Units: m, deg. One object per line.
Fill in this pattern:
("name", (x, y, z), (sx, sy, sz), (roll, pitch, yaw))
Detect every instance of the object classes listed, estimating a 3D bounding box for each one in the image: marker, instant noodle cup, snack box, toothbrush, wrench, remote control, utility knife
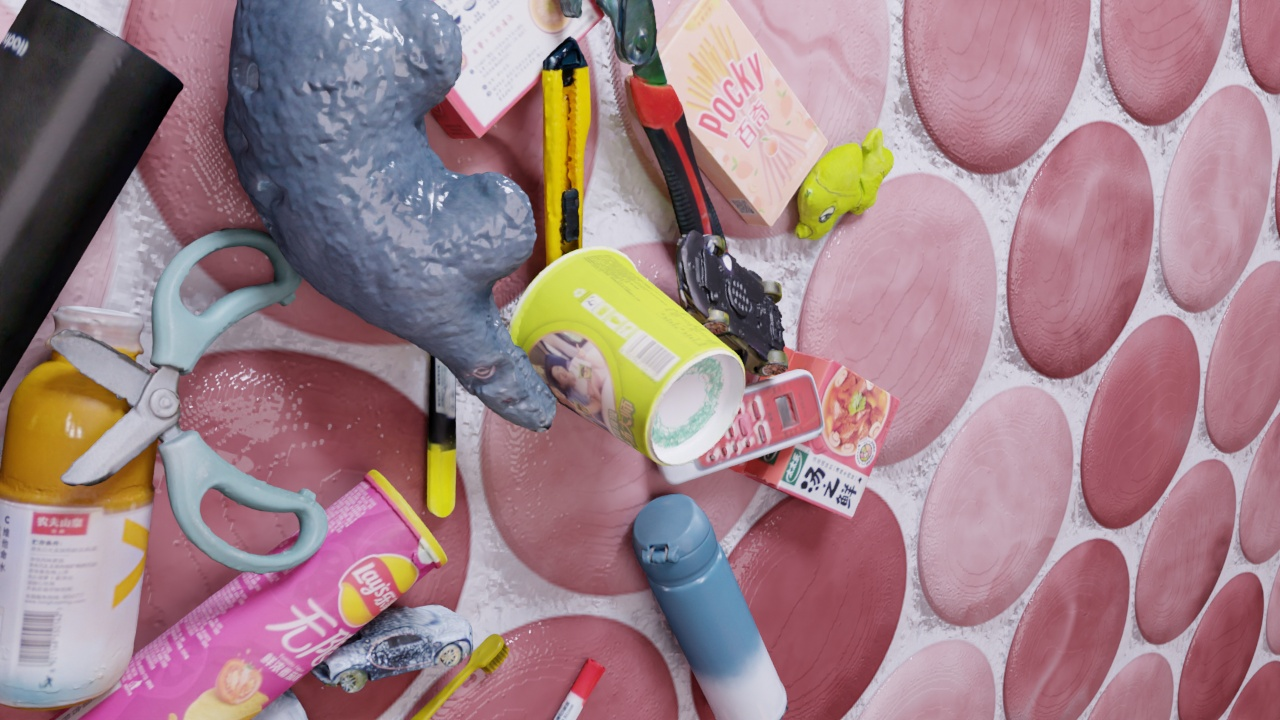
("marker", (-0.126, 0.038, 0.580), (0.018, 0.015, 0.124), (-4, 101, -36))
("instant noodle cup", (-0.003, 0.003, 0.572), (0.111, 0.123, 0.112), (-26, 134, -31))
("snack box", (-0.099, -0.210, 0.513), (0.113, 0.044, 0.127), (-48, 125, -15))
("snack box", (0.066, -0.176, 0.651), (0.157, 0.026, 0.084), (42, 77, -36))
("toothbrush", (-0.160, 0.258, 0.611), (0.189, 0.016, 0.016), (-44, 129, -19))
("marker", (-0.070, 0.290, 0.683), (0.017, 0.017, 0.145), (37, 80, -36))
("wrench", (0.017, -0.143, 0.602), (0.056, 0.016, 0.273), (-46, 136, -17))
("remote control", (0.074, 0.049, 0.693), (0.136, 0.020, 0.056), (-16, 98, -14))
("utility knife", (-0.045, -0.090, 0.576), (0.033, 0.015, 0.216), (-22, 128, -35))
("snack box", (0.144, 0.059, 0.758), (0.127, 0.044, 0.113), (25, 87, -37))

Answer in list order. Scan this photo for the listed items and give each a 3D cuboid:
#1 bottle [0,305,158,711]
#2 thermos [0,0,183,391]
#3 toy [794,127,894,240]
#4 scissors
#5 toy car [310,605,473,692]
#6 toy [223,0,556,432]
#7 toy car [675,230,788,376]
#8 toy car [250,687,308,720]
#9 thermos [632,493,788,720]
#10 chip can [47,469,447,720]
("bottle", (-0.275, 0.069, 0.446), (0.068, 0.068, 0.189), (7, 95, -37))
("thermos", (-0.285, -0.033, 0.400), (0.242, 0.090, 0.068), (-64, 151, -5))
("toy", (0.159, -0.139, 0.721), (0.100, 0.031, 0.097), (-4, 122, -47))
("scissors", (-0.205, 0.016, 0.470), (0.171, 0.019, 0.169), (52, 43, -37))
("toy car", (-0.154, 0.175, 0.573), (0.105, 0.049, 0.031), (-2, 106, -36))
("toy", (-0.132, -0.099, 0.471), (0.138, 0.091, 0.357), (-15, 118, 0))
("toy car", (0.064, -0.038, 0.653), (0.158, 0.042, 0.070), (33, 50, -50))
("toy car", (-0.214, 0.250, 0.553), (0.054, 0.037, 0.121), (-28, 106, -26))
("thermos", (0.056, 0.201, 0.721), (0.070, 0.070, 0.220), (-36, 120, -23))
("chip can", (-0.213, 0.154, 0.511), (0.210, 0.071, 0.071), (-39, 121, -21))
